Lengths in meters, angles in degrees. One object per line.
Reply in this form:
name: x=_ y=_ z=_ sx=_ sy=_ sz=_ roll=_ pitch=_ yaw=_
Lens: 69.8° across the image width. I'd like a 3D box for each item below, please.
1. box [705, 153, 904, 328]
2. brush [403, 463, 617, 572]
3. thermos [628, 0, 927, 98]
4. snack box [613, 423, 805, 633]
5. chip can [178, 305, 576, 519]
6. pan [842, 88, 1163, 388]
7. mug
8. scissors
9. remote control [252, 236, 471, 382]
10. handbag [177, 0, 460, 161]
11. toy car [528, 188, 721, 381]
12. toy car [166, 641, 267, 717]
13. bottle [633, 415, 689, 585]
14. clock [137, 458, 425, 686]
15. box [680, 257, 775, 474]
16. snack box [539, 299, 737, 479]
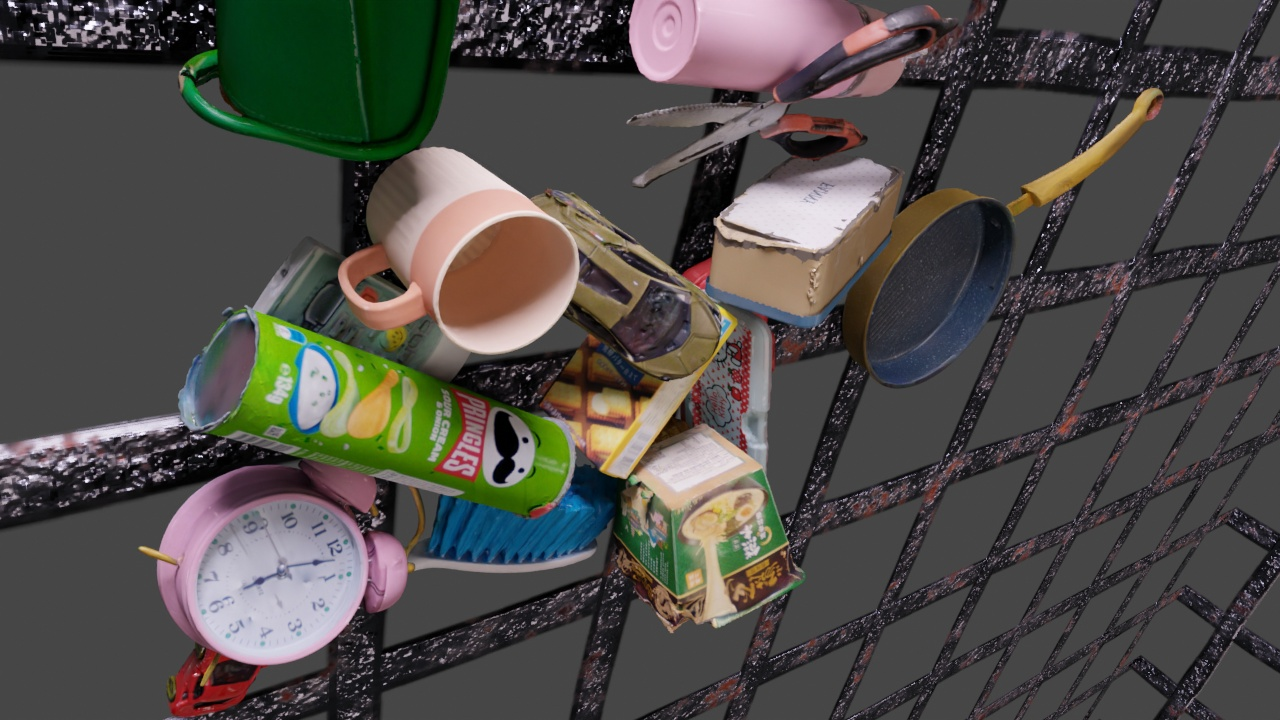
box: x=0.116 y=-0.089 z=0.642 sx=0.183 sy=0.090 sz=0.062 roll=-41 pitch=144 yaw=-43
brush: x=-0.150 y=0.130 z=0.656 sx=0.313 sy=0.060 sz=0.110 roll=5 pitch=120 yaw=-39
thermos: x=0.096 y=-0.203 z=0.583 sx=0.198 sy=0.087 sz=0.067 roll=-6 pitch=102 yaw=-35
snack box: x=0.045 y=0.116 z=0.682 sx=0.117 sy=0.118 sz=0.106 roll=-21 pitch=122 yaw=-23
chip can: x=-0.143 y=0.039 z=0.549 sx=0.235 sy=0.072 sz=0.072 roll=26 pitch=102 yaw=-46
pan: x=0.334 y=-0.119 z=0.851 sx=0.357 sy=0.078 sz=0.197 roll=-50 pitch=139 yaw=3
mug: x=-0.109 y=-0.057 z=0.505 sx=0.114 sy=0.106 sz=0.082 roll=-29 pitch=135 yaw=-21
scissors: x=0.093 y=-0.162 z=0.587 sx=0.222 sy=0.015 sz=0.190 roll=-9 pitch=163 yaw=-35
remote control: x=-0.161 y=-0.021 z=0.554 sx=0.056 sy=0.019 sz=0.135 roll=-52 pitch=138 yaw=3
handbag: x=-0.143 y=-0.160 z=0.409 sx=0.120 sy=0.068 sz=0.132 roll=1 pitch=145 yaw=-23
toy car: x=-0.017 y=-0.047 z=0.588 sx=0.158 sy=0.042 sz=0.070 roll=34 pitch=98 yaw=-8
toy car: x=-0.273 y=0.202 z=0.602 sx=0.049 sy=0.031 sz=0.107 roll=5 pitch=135 yaw=-44
bottle: x=0.012 y=0.127 z=0.782 sx=0.057 sy=0.057 sz=0.175 roll=-21 pitch=132 yaw=-27
clock: x=-0.206 y=0.117 z=0.559 sx=0.158 sy=0.060 sz=0.117 roll=-26 pitch=107 yaw=-31
box: x=0.083 y=0.021 z=0.730 sx=0.095 sy=0.101 sz=0.202 roll=-26 pitch=134 yaw=-22
snack box: x=-0.004 y=0.004 z=0.654 sx=0.140 sy=0.087 sz=0.033 roll=-53 pitch=139 yaw=6
